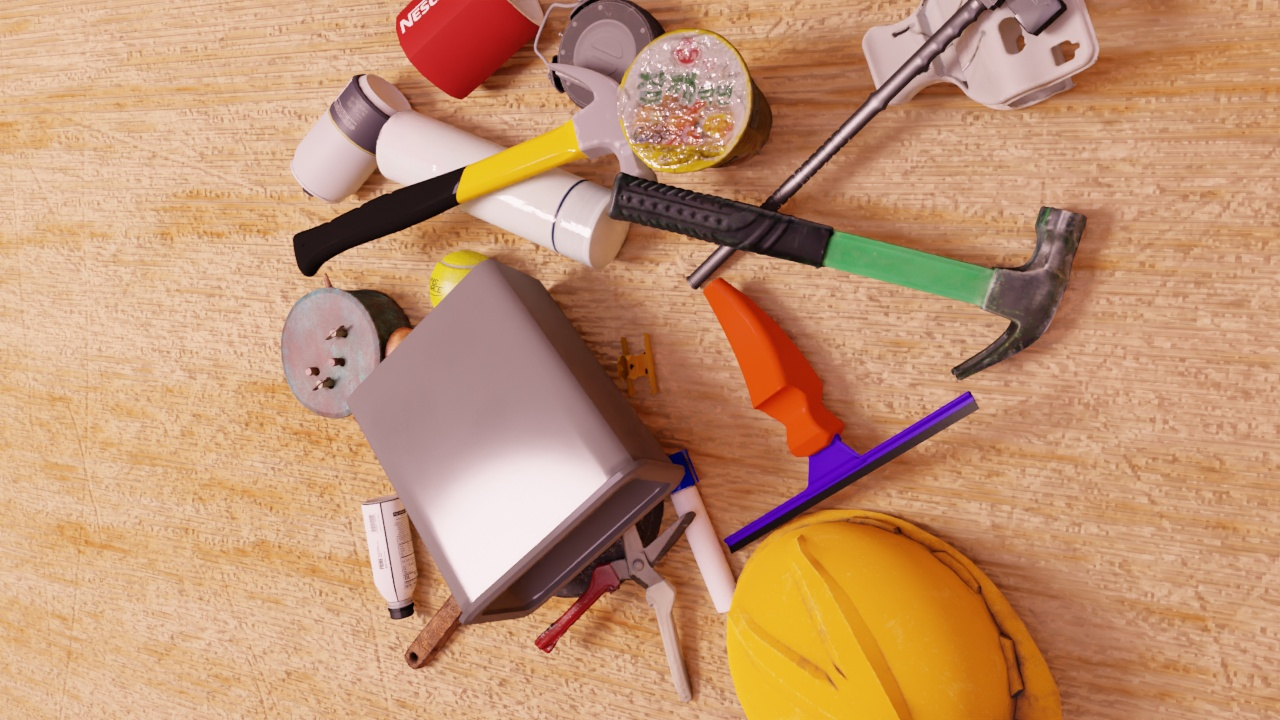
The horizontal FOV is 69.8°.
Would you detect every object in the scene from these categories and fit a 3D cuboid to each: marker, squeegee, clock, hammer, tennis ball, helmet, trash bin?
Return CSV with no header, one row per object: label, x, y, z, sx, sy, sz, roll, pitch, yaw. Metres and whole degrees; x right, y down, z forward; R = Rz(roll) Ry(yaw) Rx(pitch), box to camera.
marker,0.050,0.140,0.756,0.027,0.023,0.133,-23,85,4
squeegee,0.107,0.016,0.702,0.250,0.055,0.184,-41,77,39
clock,-0.265,0.000,0.859,0.157,0.073,0.121,34,107,17
hammer,0.133,-0.078,0.648,0.319,0.032,0.130,15,105,5
tennis ball,-0.152,-0.064,0.805,0.065,0.065,0.065,2,96,24
helmet,0.151,0.214,0.624,0.205,0.131,0.255,-50,61,8
hammer,-0.147,-0.140,0.742,0.324,0.029,0.127,-17,78,18
hammer,0.134,-0.160,0.655,0.326,0.015,0.095,-44,74,35
clock,-0.024,-0.244,0.742,0.123,0.043,0.091,31,107,19
trash bin,-0.107,0.063,0.737,0.192,0.097,0.219,-43,65,13

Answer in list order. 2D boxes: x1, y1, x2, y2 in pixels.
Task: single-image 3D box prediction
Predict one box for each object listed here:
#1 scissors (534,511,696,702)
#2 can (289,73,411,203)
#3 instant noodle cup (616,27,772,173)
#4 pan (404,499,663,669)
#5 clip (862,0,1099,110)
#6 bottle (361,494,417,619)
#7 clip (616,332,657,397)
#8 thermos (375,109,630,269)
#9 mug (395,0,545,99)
scissors,-0.002,0.209,0.770,0.199,0.015,0.179,-42,92,21
can,-0.270,-0.200,0.847,0.128,0.064,0.064,-41,78,22
instant noodle cup,0.049,-0.183,0.679,0.102,0.108,0.102,2,96,24
pan,-0.124,0.171,0.832,0.207,0.040,0.358,44,109,15
clip,0.232,-0.228,0.626,0.151,0.110,0.126,-22,84,56
bottle,-0.238,0.190,0.881,0.041,0.041,0.116,-9,91,25
clip,-0.003,0.004,0.759,0.046,0.048,0.054,-7,91,-16
thermos,-0.119,-0.148,0.783,0.230,0.067,0.068,24,104,20
mug,-0.147,-0.297,0.779,0.097,0.080,0.116,-33,52,23
